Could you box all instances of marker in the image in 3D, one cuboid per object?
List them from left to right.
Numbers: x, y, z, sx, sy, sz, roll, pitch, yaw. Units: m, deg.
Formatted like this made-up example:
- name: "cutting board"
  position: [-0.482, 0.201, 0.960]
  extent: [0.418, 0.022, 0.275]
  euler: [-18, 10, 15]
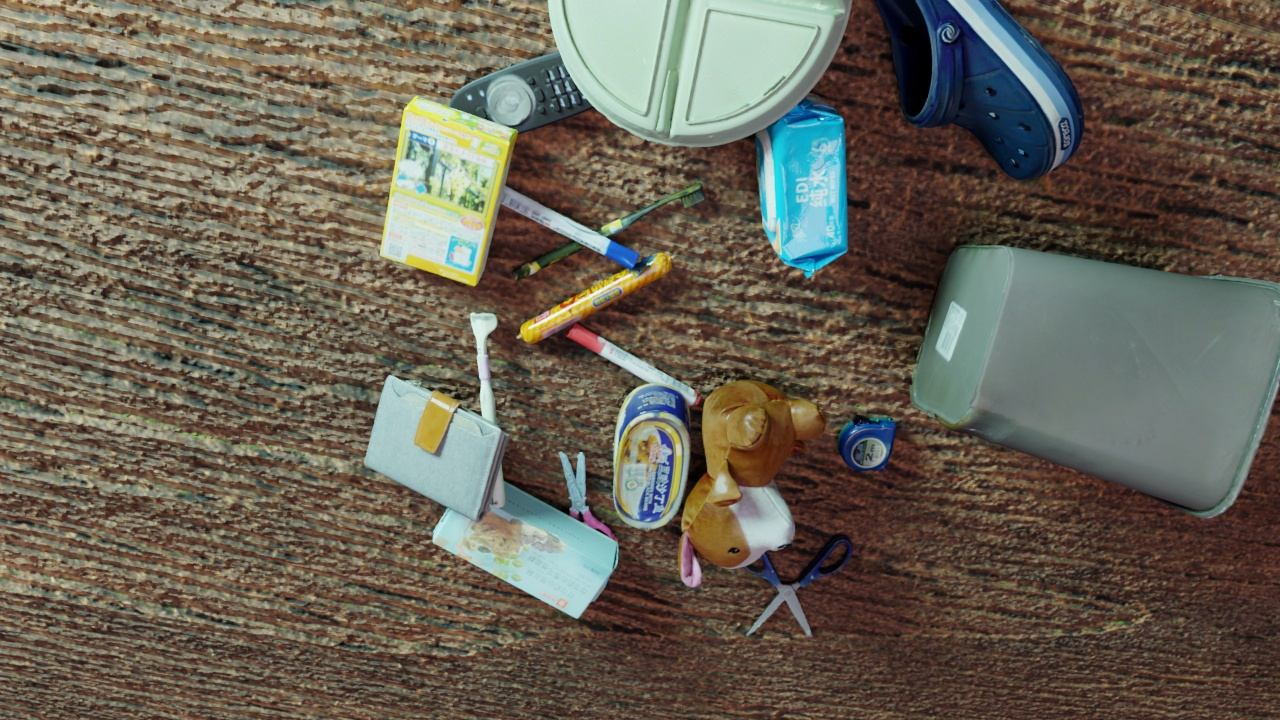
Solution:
- name: "marker"
  position: [-0.069, -0.117, 0.788]
  extent: [0.146, 0.016, 0.017]
  euler: [26, 114, -7]
- name: "marker"
  position: [-0.005, 0.005, 0.866]
  extent: [0.145, 0.017, 0.017]
  euler: [30, 112, -17]

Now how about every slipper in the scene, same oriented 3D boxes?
- name: "slipper"
  position: [0.241, -0.225, 0.705]
  extent: [0.095, 0.105, 0.253]
  euler: [-43, 110, 10]

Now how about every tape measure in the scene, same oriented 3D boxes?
- name: "tape measure"
  position: [0.224, 0.082, 0.914]
  extent: [0.054, 0.025, 0.058]
  euler: [4, 114, -3]

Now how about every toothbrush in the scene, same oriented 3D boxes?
- name: "toothbrush"
  position: [-0.139, 0.049, 0.856]
  extent: [0.029, 0.020, 0.190]
  euler: [5, 106, 29]
- name: "toothbrush"
  position: [-0.029, -0.110, 0.805]
  extent: [0.186, 0.012, 0.017]
  euler: [-24, 107, 10]

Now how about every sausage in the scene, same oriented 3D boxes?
- name: "sausage"
  position: [-0.041, -0.056, 0.829]
  extent: [0.165, 0.021, 0.021]
  euler: [-27, 116, 11]

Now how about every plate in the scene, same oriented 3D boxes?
- name: "plate"
  position: [0.039, -0.273, 0.669]
  extent: [0.230, 0.027, 0.230]
  euler: [3, 102, 12]

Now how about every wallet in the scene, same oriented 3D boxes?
- name: "wallet"
  position: [-0.192, 0.081, 0.855]
  extent: [0.130, 0.036, 0.107]
  euler: [24, 111, 15]

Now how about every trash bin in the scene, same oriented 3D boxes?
- name: "trash bin"
  position: [0.371, 0.001, 0.782]
  extent: [0.220, 0.198, 0.199]
  euler: [13, 97, -1]

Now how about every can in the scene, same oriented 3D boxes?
- name: "can"
  position: [0.010, 0.095, 0.886]
  extent: [0.074, 0.049, 0.148]
  euler: [5, 124, -3]

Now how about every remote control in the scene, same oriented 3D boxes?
- name: "remote control"
  position: [-0.087, -0.215, 0.741]
  extent: [0.136, 0.024, 0.053]
  euler: [-15, 120, 8]

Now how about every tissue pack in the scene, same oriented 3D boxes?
- name: "tissue pack"
  position: [0.129, -0.148, 0.750]
  extent: [0.063, 0.089, 0.140]
  euler: [-7, 118, 1]

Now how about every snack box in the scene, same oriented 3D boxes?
- name: "snack box"
  position: [-0.160, -0.137, 0.759]
  extent: [0.087, 0.033, 0.141]
  euler: [17, 126, -5]
- name: "snack box"
  position: [-0.114, 0.184, 0.925]
  extent: [0.175, 0.051, 0.074]
  euler: [30, 112, -8]

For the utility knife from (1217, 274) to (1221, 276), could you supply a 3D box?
- name: "utility knife"
  position: [0.510, 0.000, 0.889]
  extent: [0.034, 0.018, 0.186]
  euler: [6, 117, -23]

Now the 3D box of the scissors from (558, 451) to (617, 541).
- name: "scissors"
  position: [-0.073, 0.150, 0.943]
  extent: [0.077, 0.017, 0.138]
  euler: [-10, 114, 12]

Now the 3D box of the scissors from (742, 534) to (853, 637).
- name: "scissors"
  position: [0.164, 0.243, 1.004]
  extent: [0.162, 0.012, 0.176]
  euler: [-33, 115, 14]

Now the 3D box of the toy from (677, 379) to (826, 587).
- name: "toy"
  position: [0.102, 0.121, 0.869]
  extent: [0.140, 0.130, 0.200]
  euler: [-3, 121, -41]
